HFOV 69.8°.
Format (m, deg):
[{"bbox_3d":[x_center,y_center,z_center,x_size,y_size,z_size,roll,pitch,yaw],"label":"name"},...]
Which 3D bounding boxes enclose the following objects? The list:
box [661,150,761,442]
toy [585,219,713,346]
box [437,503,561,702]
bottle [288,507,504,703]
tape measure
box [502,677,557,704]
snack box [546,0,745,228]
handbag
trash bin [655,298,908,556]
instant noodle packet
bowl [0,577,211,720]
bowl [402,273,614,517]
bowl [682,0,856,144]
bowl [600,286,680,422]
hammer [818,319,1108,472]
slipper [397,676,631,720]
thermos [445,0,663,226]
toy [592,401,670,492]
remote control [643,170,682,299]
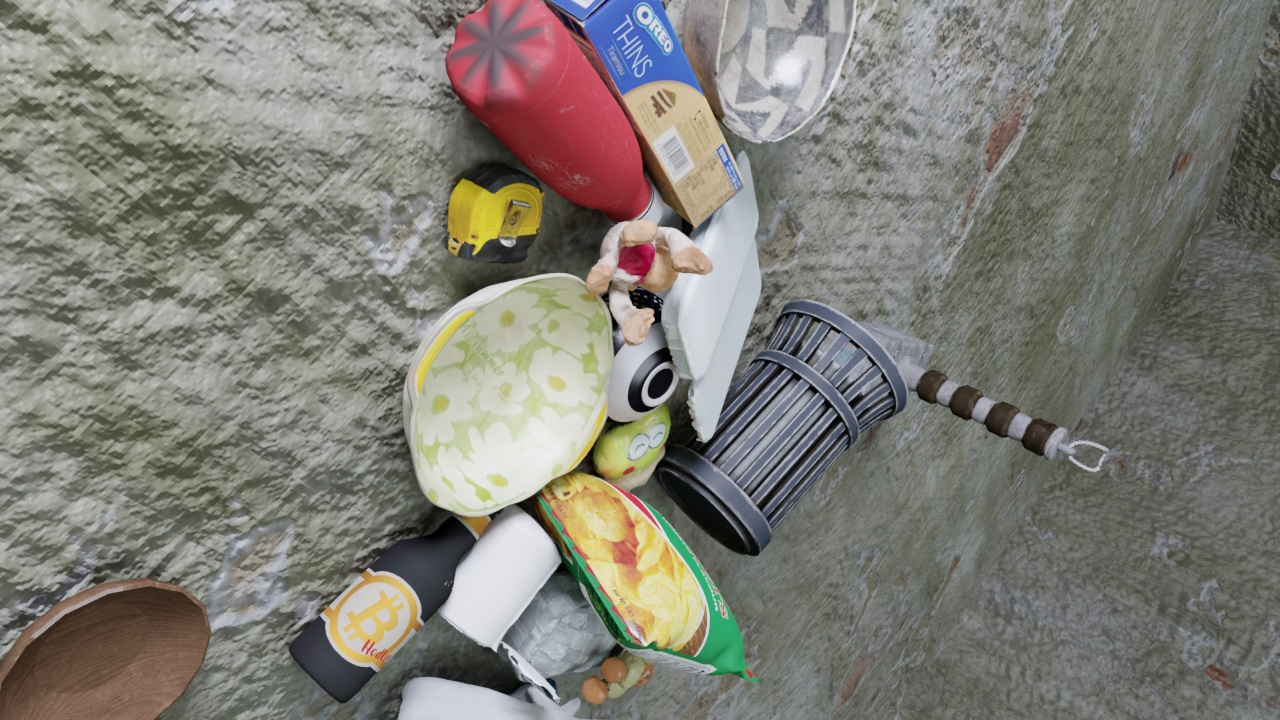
[{"bbox_3d":[0.071,-0.054,0.811,0.189,0.037,0.208,69,35,-45],"label":"box"},{"bbox_3d":[0.000,-0.063,0.674,0.085,0.074,0.106,-58,-172,11],"label":"toy"},{"bbox_3d":[-0.093,0.197,0.756,0.150,0.080,0.106,43,77,-14],"label":"box"},{"bbox_3d":[-0.173,0.167,0.689,0.181,0.059,0.059,-45,143,-22],"label":"bottle"},{"bbox_3d":[-0.095,-0.098,0.616,0.065,0.037,0.064,-3,117,-52],"label":"tape measure"},{"bbox_3d":[-0.174,0.380,0.873,0.231,0.053,0.093,-12,107,-49],"label":"box"},{"bbox_3d":[0.011,-0.186,0.652,0.057,0.056,0.207,-40,140,-2],"label":"snack box"},{"bbox_3d":[-0.048,0.263,0.869,0.113,0.123,0.171,-52,148,14],"label":"handbag"},{"bbox_3d":[0.137,0.074,0.944,0.227,0.164,0.164,-45,143,-16],"label":"trash bin"},{"bbox_3d":[0.001,0.187,0.803,0.090,0.195,0.252,-43,143,5],"label":"instant noodle packet"},{"bbox_3d":[-0.315,0.173,0.534,0.117,0.030,0.118,-32,137,-36],"label":"bowl"},{"bbox_3d":[-0.104,0.017,0.669,0.188,0.060,0.219,-58,147,-5],"label":"bowl"},{"bbox_3d":[0.086,-0.260,0.693,0.178,0.081,0.179,-32,137,-37],"label":"bowl"},{"bbox_3d":[-0.005,0.005,0.774,0.119,0.066,0.120,-29,137,-31],"label":"bowl"},{"bbox_3d":[0.373,0.045,1.072,0.176,0.326,0.079,1,113,-53],"label":"hammer"},{"bbox_3d":[-0.107,0.331,0.829,0.246,0.112,0.074,22,54,-33],"label":"slipper"},{"bbox_3d":[-0.040,-0.146,0.620,0.073,0.073,0.240,-59,154,-3],"label":"thermos"},{"bbox_3d":[-0.008,0.086,0.861,0.091,0.046,0.115,-35,147,-32],"label":"toy"},{"bbox_3d":[0.020,-0.107,0.781,0.033,0.012,0.131,-30,136,-26],"label":"remote control"}]
